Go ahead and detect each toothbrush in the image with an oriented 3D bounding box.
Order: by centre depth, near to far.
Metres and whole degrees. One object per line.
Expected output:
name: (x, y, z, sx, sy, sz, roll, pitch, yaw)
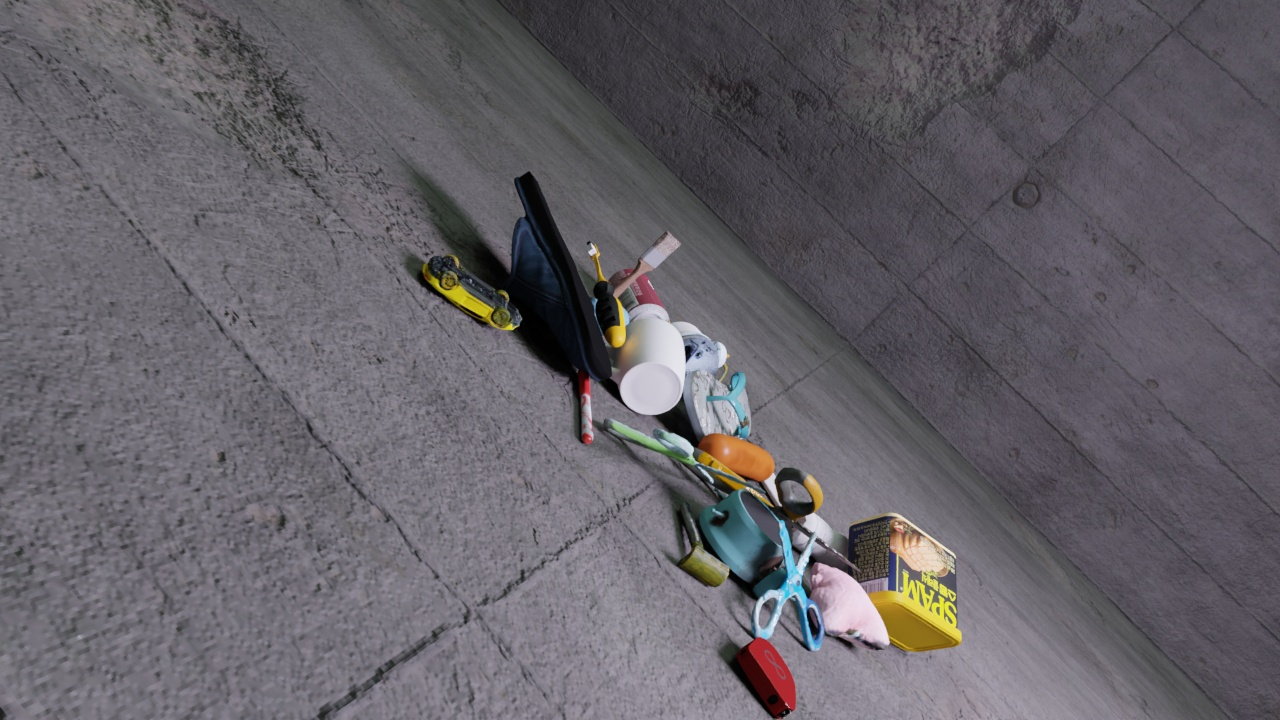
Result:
toothbrush: (-0.042, -0.080, 1.054, 0.031, 0.031, 0.196, 48, 17, -38)

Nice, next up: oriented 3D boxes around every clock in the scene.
clock: (0.110, 0.177, 0.870, 0.124, 0.053, 0.090, 45, 16, -5)
clock: (0.062, 0.002, 1.158, 0.117, 0.083, 0.057, 32, 13, -31)

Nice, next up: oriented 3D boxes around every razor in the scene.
razor: (0.048, 0.159, 0.827, 0.042, 0.026, 0.105, 35, 13, -20)

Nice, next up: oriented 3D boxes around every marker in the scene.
marker: (-0.054, 0.042, 0.894, 0.013, 0.013, 0.142, 38, 17, -20)

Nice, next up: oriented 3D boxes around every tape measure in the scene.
tape measure: (0.102, 0.250, 0.725, 0.059, 0.019, 0.051, 55, 16, 15)

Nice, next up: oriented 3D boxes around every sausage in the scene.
sausage: (0.115, 0.112, 1.051, 0.164, 0.044, 0.039, 26, 64, -58)

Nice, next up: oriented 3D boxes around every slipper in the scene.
slipper: (-0.106, -0.080, 0.974, 0.109, 0.083, 0.265, 66, 0, -63)
slipper: (0.114, 0.064, 1.122, 0.268, 0.055, 0.098, 16, 67, -70)

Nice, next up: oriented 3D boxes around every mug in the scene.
mug: (-0.006, 0.006, 1.012, 0.114, 0.081, 0.087, 9, 30, -6)

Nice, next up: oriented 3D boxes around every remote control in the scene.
remote control: (0.171, 0.170, 1.120, 0.045, 0.008, 0.146, 30, 21, -40)

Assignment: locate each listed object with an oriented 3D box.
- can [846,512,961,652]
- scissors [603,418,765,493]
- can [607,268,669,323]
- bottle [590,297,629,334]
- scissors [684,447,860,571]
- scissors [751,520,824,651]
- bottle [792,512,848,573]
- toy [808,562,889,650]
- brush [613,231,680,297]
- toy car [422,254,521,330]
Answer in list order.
can: (0.289, 0.245, 1.014, 0.135, 0.075, 0.104, 35, 49, -28)
scissors: (0.043, 0.094, 0.876, 0.171, 0.024, 0.166, 22, -18, -1)
can: (-0.006, -0.072, 1.212, 0.063, 0.063, 0.114, 33, 19, -33)
bottle: (-0.058, -0.053, 1.079, 0.040, 0.040, 0.130, 49, 17, 20)
scissors: (0.135, 0.143, 0.926, 0.225, 0.016, 0.230, 34, -20, 6)
scissors: (0.140, 0.213, 0.832, 0.140, 0.011, 0.133, 60, 43, -25)
bottle: (0.219, 0.216, 1.047, 0.136, 0.044, 0.044, 37, 17, -23)
toy: (0.200, 0.245, 0.920, 0.102, 0.050, 0.093, 27, 26, -37)
brush: (-0.011, -0.103, 1.131, 0.008, 0.143, 0.045, 51, 9, 20)
toy car: (-0.159, -0.062, 0.872, 0.107, 0.030, 0.049, 34, 17, -22)
